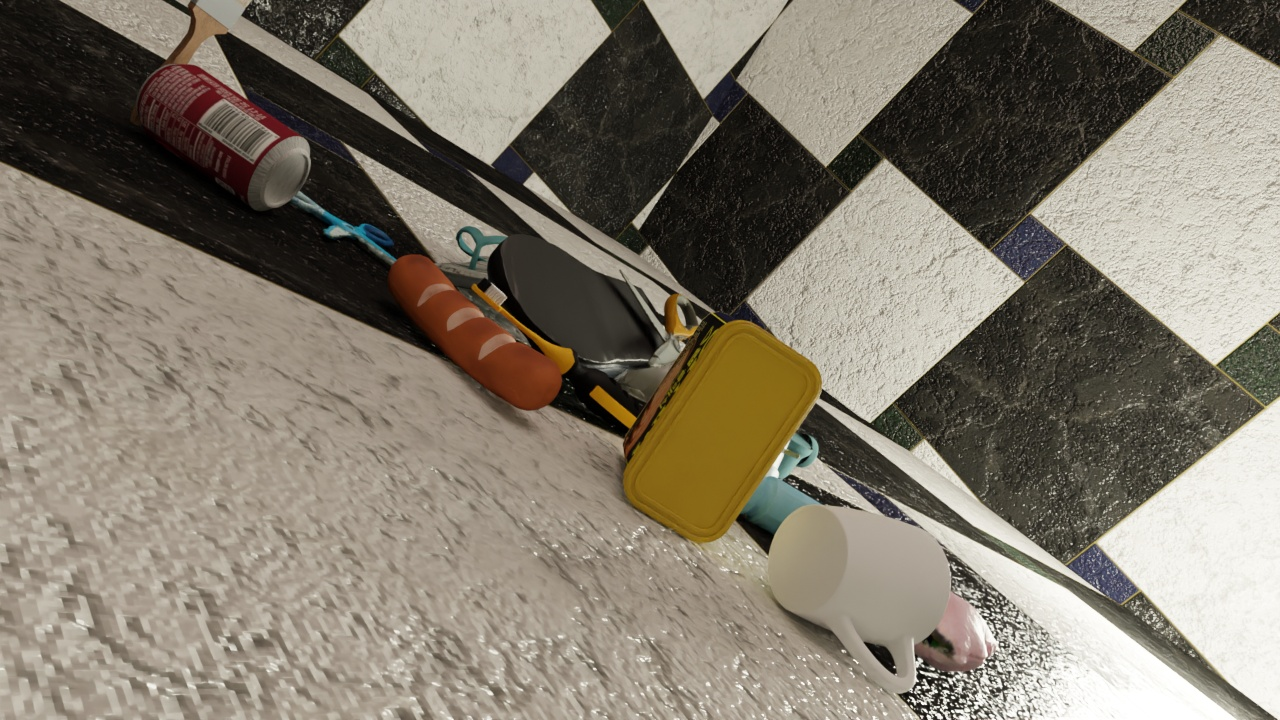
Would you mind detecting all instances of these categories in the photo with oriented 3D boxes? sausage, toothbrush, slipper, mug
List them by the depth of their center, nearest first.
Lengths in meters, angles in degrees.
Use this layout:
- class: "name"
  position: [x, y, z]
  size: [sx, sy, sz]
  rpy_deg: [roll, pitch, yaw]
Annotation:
- class: "mug"
  position: [0.137, 0.147, 0.571]
  size: [0.087, 0.081, 0.114]
  rpy_deg: [22, 44, -31]
- class: "sausage"
  position: [-0.116, -0.019, 0.620]
  size: [0.164, 0.044, 0.039]
  rpy_deg: [38, 29, 28]
- class: "toothbrush"
  position: [-0.055, 0.003, 0.684]
  size: [0.196, 0.031, 0.031]
  rpy_deg: [43, 3, -36]
- class: "slipper"
  position: [-0.064, -0.028, 0.797]
  size: [0.265, 0.084, 0.109]
  rpy_deg: [13, 55, -65]
- class: "slipper"
  position: [-0.135, -0.099, 0.902]
  size: [0.098, 0.055, 0.268]
  rpy_deg: [13, 7, -2]

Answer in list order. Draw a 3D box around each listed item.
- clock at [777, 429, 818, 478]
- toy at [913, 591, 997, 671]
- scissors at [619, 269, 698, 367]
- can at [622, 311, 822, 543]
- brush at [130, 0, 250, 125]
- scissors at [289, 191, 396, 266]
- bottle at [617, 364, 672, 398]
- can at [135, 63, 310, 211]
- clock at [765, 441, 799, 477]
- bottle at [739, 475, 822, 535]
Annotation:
- class: "clock"
  position: [0.144, 0.086, 1.000]
  size: [0.090, 0.053, 0.124]
  rpy_deg: [39, 9, 26]
- class: "toy"
  position: [0.215, 0.190, 0.667]
  size: [0.093, 0.050, 0.102]
  rpy_deg: [25, 8, -33]
- class: "scissors"
  position: [0.044, 0.002, 0.880]
  size: [0.230, 0.016, 0.224]
  rpy_deg: [62, 18, -6]
- class: "can"
  position: [0.047, 0.038, 0.615]
  size: [0.075, 0.135, 0.104]
  rpy_deg: [33, 6, -8]
- class: "brush"
  position: [-0.334, -0.234, 0.678]
  size: [0.008, 0.143, 0.045]
  rpy_deg: [36, 0, 10]
- class: "scissors"
  position: [-0.248, -0.113, 0.779]
  size: [0.134, 0.011, 0.140]
  rpy_deg: [33, 6, 13]
- class: "bottle"
  position: [-0.006, 0.005, 0.915]
  size: [0.136, 0.044, 0.044]
  rpy_deg: [31, 9, -18]
- class: "can"
  position: [-0.303, -0.163, 0.669]
  size: [0.114, 0.063, 0.063]
  rpy_deg: [34, 8, 4]
- class: "clock"
  position: [0.074, 0.068, 0.783]
  size: [0.083, 0.057, 0.118]
  rpy_deg: [37, -17, -37]
- class: "bottle"
  position: [0.108, 0.116, 0.722]
  size: [0.130, 0.040, 0.040]
  rpy_deg: [31, 8, -16]
